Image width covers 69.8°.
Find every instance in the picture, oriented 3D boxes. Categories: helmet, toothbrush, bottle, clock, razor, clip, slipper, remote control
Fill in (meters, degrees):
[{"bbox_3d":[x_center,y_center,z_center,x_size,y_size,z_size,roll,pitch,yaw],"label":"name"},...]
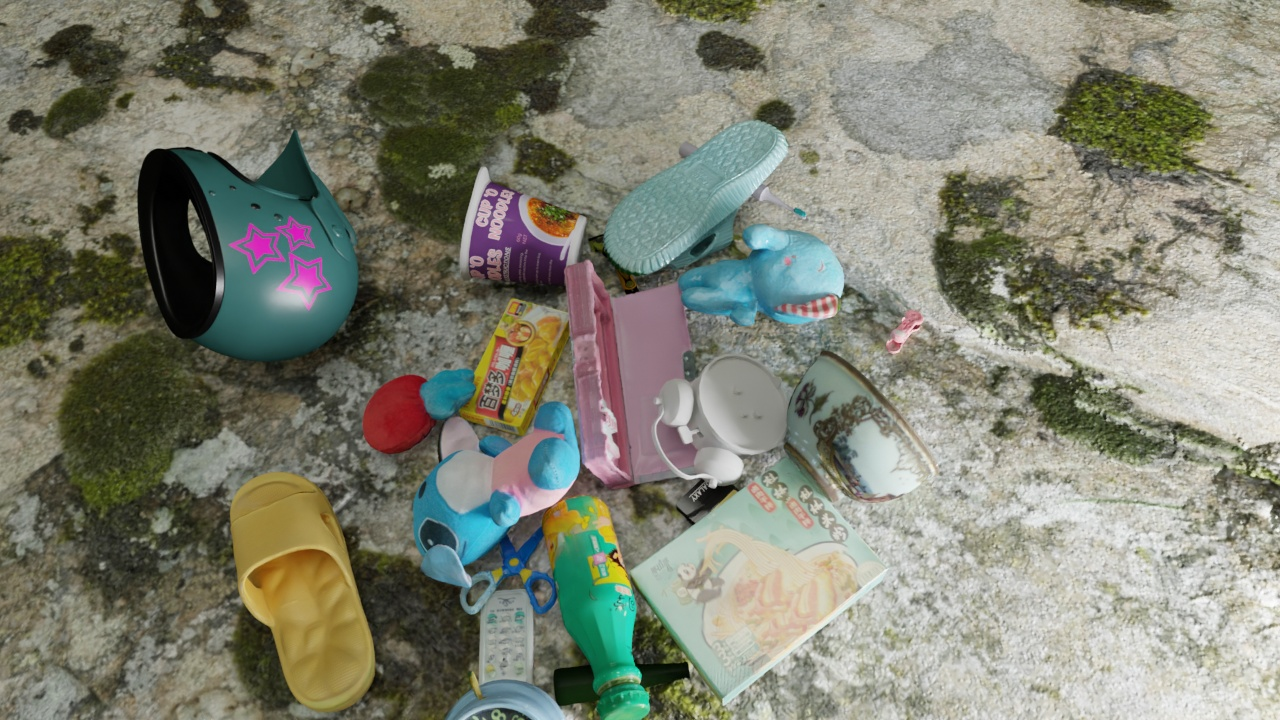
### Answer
[{"bbox_3d":[-0.418,-0.130,1.015,0.177,0.199,0.274,-36,71,33],"label":"helmet"},{"bbox_3d":[0.126,-0.221,1.130,0.188,0.019,0.018,35,65,21],"label":"toothbrush"},{"bbox_3d":[-0.017,0.290,0.835,0.123,0.033,0.033,-7,59,-1],"label":"bottle"},{"bbox_3d":[0.080,0.059,0.915,0.158,0.061,0.120,-29,83,-36],"label":"clock"},{"bbox_3d":[-0.104,0.345,0.779,0.162,0.060,0.118,30,82,4],"label":"clock"},{"bbox_3d":[-0.017,-0.095,1.069,0.044,0.021,0.144,-20,63,-8],"label":"razor"},{"bbox_3d":[0.288,-0.035,1.002,0.023,0.045,0.060,36,82,18],"label":"clip"},{"bbox_3d":[-0.330,0.207,0.881,0.099,0.078,0.263,-25,62,-13],"label":"slipper"},{"bbox_3d":[0.101,0.169,0.908,0.133,0.013,0.058,40,70,23],"label":"remote control"},{"bbox_3d":[0.068,-0.187,1.088,0.275,0.070,0.116,-41,63,-17],"label":"slipper"},{"bbox_3d":[-0.039,0.224,0.834,0.068,0.068,0.209,-16,49,-5],"label":"bottle"},{"bbox_3d":[-0.124,0.281,0.854,0.050,0.022,0.133,-4,60,1],"label":"remote control"}]

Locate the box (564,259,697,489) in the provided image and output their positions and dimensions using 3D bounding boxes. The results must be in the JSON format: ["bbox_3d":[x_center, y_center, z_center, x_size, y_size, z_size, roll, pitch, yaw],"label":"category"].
[{"bbox_3d":[-0.003,0.005,0.955,0.116,0.106,0.232,-14,61,13],"label":"box"}]

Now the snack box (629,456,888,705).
[{"bbox_3d":[0.108,0.201,0.854,0.193,0.044,0.141,-34,63,-14],"label":"snack box"}]

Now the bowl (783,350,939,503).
[{"bbox_3d":[0.196,0.080,0.883,0.094,0.160,0.160,-41,64,-1],"label":"bowl"}]

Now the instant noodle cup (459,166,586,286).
[{"bbox_3d":[-0.129,-0.144,1.050,0.122,0.137,0.121,13,34,0],"label":"instant noodle cup"}]

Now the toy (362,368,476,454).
[{"bbox_3d":[-0.233,0.048,0.969,0.133,0.062,0.092,-22,46,2],"label":"toy"}]

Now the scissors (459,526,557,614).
[{"bbox_3d":[-0.129,0.203,0.890,0.123,0.016,0.125,-17,41,-17],"label":"scissors"}]

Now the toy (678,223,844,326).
[{"bbox_3d":[0.132,-0.097,1.003,0.180,0.115,0.183,-3,35,-3],"label":"toy"}]

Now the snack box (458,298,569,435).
[{"bbox_3d":[-0.136,0.006,1.014,0.075,0.025,0.152,15,62,13],"label":"snack box"}]

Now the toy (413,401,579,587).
[{"bbox_3d":[-0.140,0.114,0.888,0.192,0.099,0.223,-34,27,12],"label":"toy"}]
